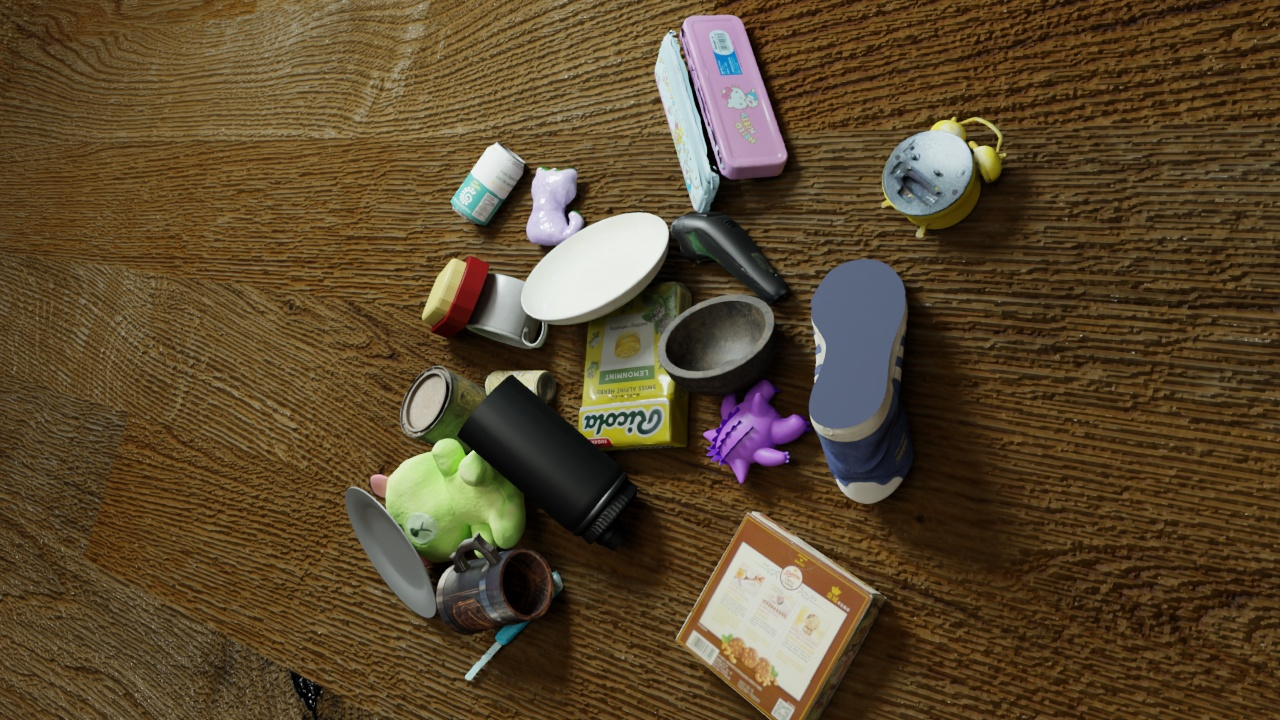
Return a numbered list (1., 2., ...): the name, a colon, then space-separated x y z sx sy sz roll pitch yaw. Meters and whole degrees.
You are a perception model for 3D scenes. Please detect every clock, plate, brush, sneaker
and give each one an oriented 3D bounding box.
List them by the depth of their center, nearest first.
1. sneaker: 0.210 0.021 0.840 0.092 0.118 0.232 -11 37 22
2. clock: 0.280 -0.174 0.847 0.119 0.057 0.083 -48 56 14
3. plate: -0.045 -0.096 1.019 0.182 0.034 0.182 -21 35 15
4. plate: -0.289 0.222 1.074 0.178 0.012 0.179 31 138 33
5. brush: -0.228 -0.077 1.107 0.174 0.042 0.082 -12 57 70

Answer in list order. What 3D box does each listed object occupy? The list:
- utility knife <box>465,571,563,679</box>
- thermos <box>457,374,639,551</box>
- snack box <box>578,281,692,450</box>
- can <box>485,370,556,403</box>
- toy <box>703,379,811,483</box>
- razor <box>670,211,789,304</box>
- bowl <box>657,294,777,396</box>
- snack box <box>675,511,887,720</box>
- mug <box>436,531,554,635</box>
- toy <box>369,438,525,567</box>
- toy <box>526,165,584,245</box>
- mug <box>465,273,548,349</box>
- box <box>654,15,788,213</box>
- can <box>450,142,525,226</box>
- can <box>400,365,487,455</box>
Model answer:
1. utility knife: -0.145 0.297 1.019 0.167 0.015 0.022 -47 56 12
2. thermos: -0.086 0.111 0.952 0.198 0.086 0.086 40 102 1
3. snack box: -0.006 0.006 0.992 0.121 0.045 0.180 -5 73 33
4. can: -0.142 0.031 1.080 0.080 0.038 0.038 0 76 34
5. toy: 0.105 0.068 0.894 0.088 0.055 0.106 -50 49 15
6. razor: 0.094 -0.106 0.963 0.151 0.053 0.067 46 130 26
7. bowl: 0.083 -0.006 0.920 0.121 0.056 0.121 -17 37 13
8. snack box: 0.126 0.238 0.841 0.143 0.041 0.147 31 95 36
9. mug: -0.166 0.235 0.983 0.107 0.116 0.079 -23 24 39
10. toy: -0.211 0.159 1.048 0.197 0.107 0.150 -10 113 41
11. toy: -0.102 -0.188 1.119 0.080 0.036 0.099 8 86 25
12. mug: -0.146 -0.055 1.079 0.113 0.084 0.070 12 81 37
13. box: 0.086 -0.273 1.023 0.090 0.091 0.214 -8 66 -14
14. can: -0.195 -0.225 1.178 0.102 0.055 0.055 -52 55 10
15. can: -0.231 0.061 1.097 0.090 0.074 0.089 -22 53 32
